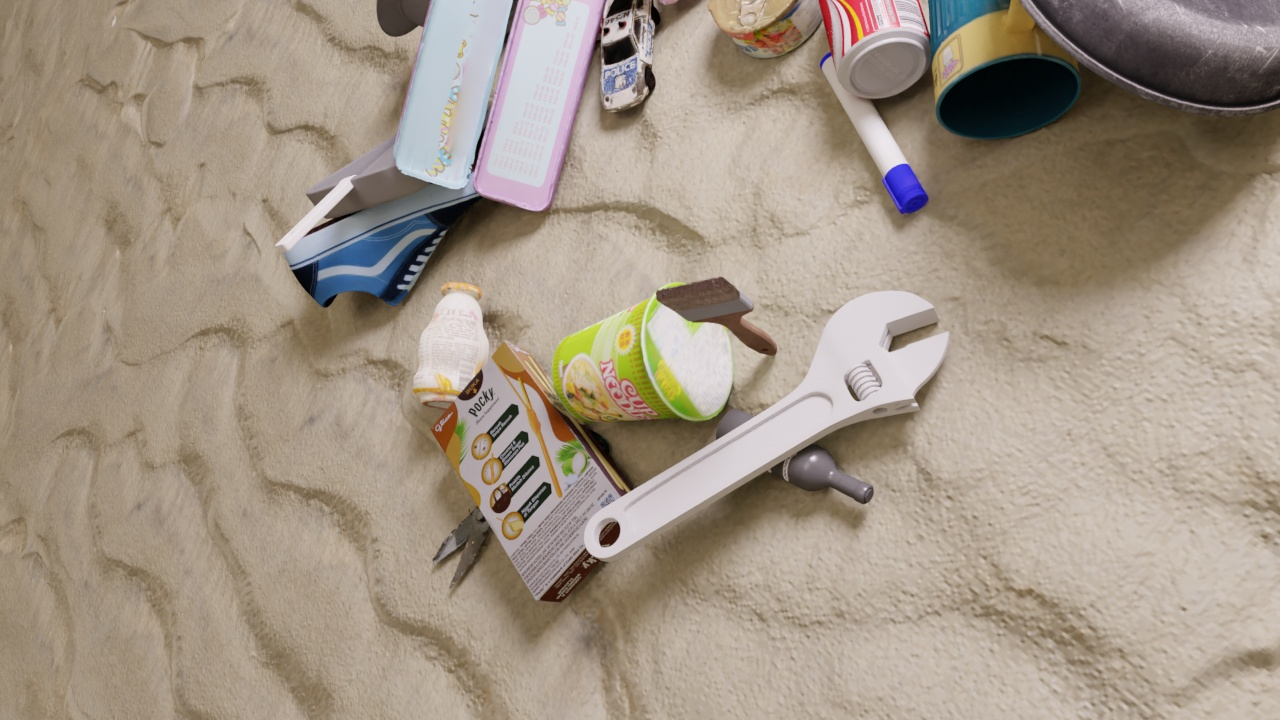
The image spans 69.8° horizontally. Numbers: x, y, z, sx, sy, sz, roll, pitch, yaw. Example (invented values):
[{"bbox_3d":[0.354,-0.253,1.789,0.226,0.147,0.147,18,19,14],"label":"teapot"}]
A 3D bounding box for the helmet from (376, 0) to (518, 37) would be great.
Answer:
[{"bbox_3d":[-0.143,-0.384,0.862,0.182,0.117,0.272,-57,5,-39],"label":"helmet"}]

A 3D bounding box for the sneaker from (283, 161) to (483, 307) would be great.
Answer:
[{"bbox_3d":[-0.225,-0.115,0.893,0.242,0.098,0.083,-20,20,16],"label":"sneaker"}]

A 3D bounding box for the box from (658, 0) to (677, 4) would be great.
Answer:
[{"bbox_3d":[0.075,-0.389,0.743,0.202,0.087,0.102,-29,48,27],"label":"box"}]

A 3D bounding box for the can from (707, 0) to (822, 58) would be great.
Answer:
[{"bbox_3d":[0.099,-0.281,0.708,0.086,0.043,0.086,-13,68,33],"label":"can"}]

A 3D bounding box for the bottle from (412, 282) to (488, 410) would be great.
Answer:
[{"bbox_3d":[-0.163,-0.012,0.803,0.063,0.063,0.108,-6,72,35],"label":"bottle"}]

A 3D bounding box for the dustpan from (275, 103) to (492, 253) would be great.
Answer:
[{"bbox_3d":[-0.245,-0.170,0.849,0.163,0.033,0.256,-7,39,35],"label":"dustpan"}]

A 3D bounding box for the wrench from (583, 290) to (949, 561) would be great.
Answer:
[{"bbox_3d":[0.074,0.045,0.601,0.273,0.018,0.086,-32,50,11],"label":"wrench"}]

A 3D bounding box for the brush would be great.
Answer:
[{"bbox_3d":[0.060,-0.024,0.591,0.045,0.143,0.008,-10,71,25],"label":"brush"}]

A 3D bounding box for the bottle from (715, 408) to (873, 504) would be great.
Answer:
[{"bbox_3d":[0.102,0.066,0.604,0.113,0.030,0.030,25,91,39],"label":"bottle"}]

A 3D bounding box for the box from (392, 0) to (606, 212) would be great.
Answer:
[{"bbox_3d":[-0.121,-0.248,0.791,0.049,0.149,0.214,-150,75,-68],"label":"box"}]

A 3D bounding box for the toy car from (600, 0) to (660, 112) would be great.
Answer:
[{"bbox_3d":[-0.013,-0.268,0.789,0.049,0.040,0.112,-8,71,35],"label":"toy car"}]

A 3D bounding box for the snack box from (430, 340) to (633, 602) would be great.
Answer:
[{"bbox_3d":[-0.085,0.083,0.718,0.101,0.031,0.186,-49,55,12],"label":"snack box"}]

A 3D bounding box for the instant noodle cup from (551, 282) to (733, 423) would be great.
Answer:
[{"bbox_3d":[-0.004,0.004,0.667,0.108,0.098,0.098,-15,67,40],"label":"instant noodle cup"}]

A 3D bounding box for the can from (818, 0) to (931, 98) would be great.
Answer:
[{"bbox_3d":[0.159,-0.238,0.633,0.064,0.064,0.104,-22,59,29],"label":"can"}]

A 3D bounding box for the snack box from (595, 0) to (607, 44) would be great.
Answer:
[{"bbox_3d":[-0.060,-0.359,0.858,0.051,0.031,0.140,-11,69,33],"label":"snack box"}]

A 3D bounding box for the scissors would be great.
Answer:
[{"bbox_3d":[-0.123,0.092,0.770,0.210,0.015,0.146,-41,59,17],"label":"scissors"}]

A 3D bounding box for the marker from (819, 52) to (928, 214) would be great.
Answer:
[{"bbox_3d":[0.160,-0.162,0.641,0.020,0.020,0.141,-33,58,24],"label":"marker"}]

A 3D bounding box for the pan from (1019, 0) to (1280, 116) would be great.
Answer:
[{"bbox_3d":[0.287,-0.283,0.526,0.187,0.055,0.356,9,63,-7],"label":"pan"}]

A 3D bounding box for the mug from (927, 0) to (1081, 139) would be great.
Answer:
[{"bbox_3d":[0.220,-0.210,0.554,0.083,0.113,0.107,0,71,10],"label":"mug"}]
